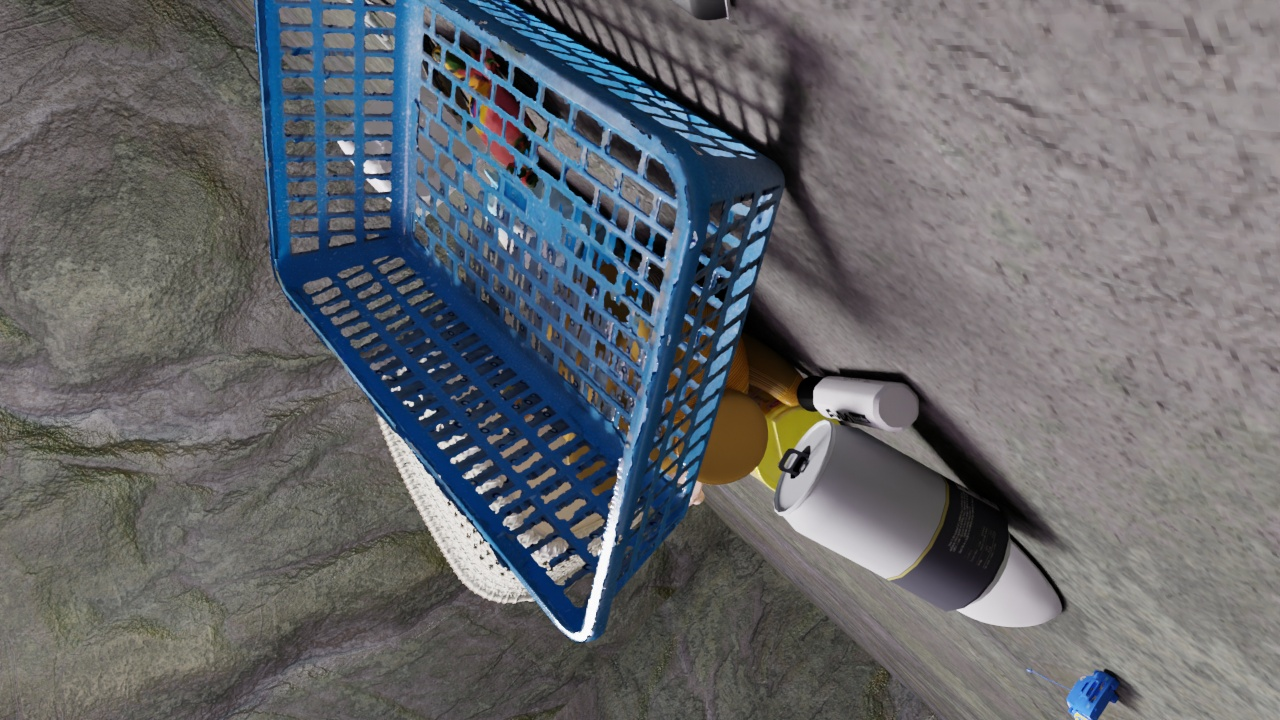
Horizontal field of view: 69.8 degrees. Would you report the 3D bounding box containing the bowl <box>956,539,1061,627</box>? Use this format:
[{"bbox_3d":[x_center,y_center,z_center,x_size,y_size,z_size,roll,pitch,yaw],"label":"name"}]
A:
[{"bbox_3d":[0.195,0.124,0.595,0.149,0.043,0.149,44,174,5],"label":"bowl"}]

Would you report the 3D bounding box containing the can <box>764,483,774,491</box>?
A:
[{"bbox_3d":[0.114,0.083,0.876,0.086,0.043,0.086,44,175,5],"label":"can"}]

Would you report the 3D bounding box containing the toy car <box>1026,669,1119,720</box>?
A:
[{"bbox_3d":[0.293,0.224,0.635,0.062,0.033,0.092,32,168,38],"label":"toy car"}]

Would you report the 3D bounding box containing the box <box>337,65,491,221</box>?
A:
[{"bbox_3d":[-0.169,-0.172,0.776,0.137,0.108,0.126,39,170,24],"label":"box"}]

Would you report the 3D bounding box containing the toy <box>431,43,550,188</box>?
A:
[{"bbox_3d":[-0.091,-0.161,0.585,0.103,0.046,0.084,55,-163,2],"label":"toy"}]

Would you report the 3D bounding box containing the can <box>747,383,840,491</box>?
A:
[{"bbox_3d":[0.098,0.055,0.672,0.067,0.067,0.105,46,175,-15],"label":"can"}]

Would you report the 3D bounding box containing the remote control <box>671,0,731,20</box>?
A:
[{"bbox_3d":[-0.019,-0.151,0.304,0.124,0.011,0.028,43,174,21],"label":"remote control"}]

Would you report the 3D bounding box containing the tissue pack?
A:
[{"bbox_3d":[-0.065,-0.090,0.782,0.112,0.070,0.182,41,173,23],"label":"tissue pack"}]

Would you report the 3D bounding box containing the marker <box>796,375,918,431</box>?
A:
[{"bbox_3d":[0.117,0.022,0.514,0.025,0.025,0.126,46,174,-7],"label":"marker"}]

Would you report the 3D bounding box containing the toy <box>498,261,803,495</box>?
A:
[{"bbox_3d":[-0.004,0.004,0.651,0.203,0.198,0.163,-116,22,-64],"label":"toy"}]

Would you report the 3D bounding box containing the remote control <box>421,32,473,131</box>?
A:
[{"bbox_3d":[-0.142,-0.200,0.647,0.033,0.013,0.136,48,-171,-40],"label":"remote control"}]

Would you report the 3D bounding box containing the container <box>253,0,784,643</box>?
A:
[{"bbox_3d":[-0.085,-0.068,0.481,0.362,0.089,0.258,41,135,33],"label":"container"}]

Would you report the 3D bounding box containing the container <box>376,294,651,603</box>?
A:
[{"bbox_3d":[-0.096,0.066,0.763,0.246,0.184,0.143,60,149,7],"label":"container"}]

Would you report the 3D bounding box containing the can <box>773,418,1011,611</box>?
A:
[{"bbox_3d":[0.130,0.080,0.493,0.127,0.064,0.064,29,176,-5],"label":"can"}]

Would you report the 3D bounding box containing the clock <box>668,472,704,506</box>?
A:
[{"bbox_3d":[0.024,0.041,0.786,0.160,0.086,0.131,58,143,11],"label":"clock"}]

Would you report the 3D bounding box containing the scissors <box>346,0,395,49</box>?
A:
[{"bbox_3d":[-0.236,-0.299,0.767,0.141,0.014,0.173,35,178,11],"label":"scissors"}]
